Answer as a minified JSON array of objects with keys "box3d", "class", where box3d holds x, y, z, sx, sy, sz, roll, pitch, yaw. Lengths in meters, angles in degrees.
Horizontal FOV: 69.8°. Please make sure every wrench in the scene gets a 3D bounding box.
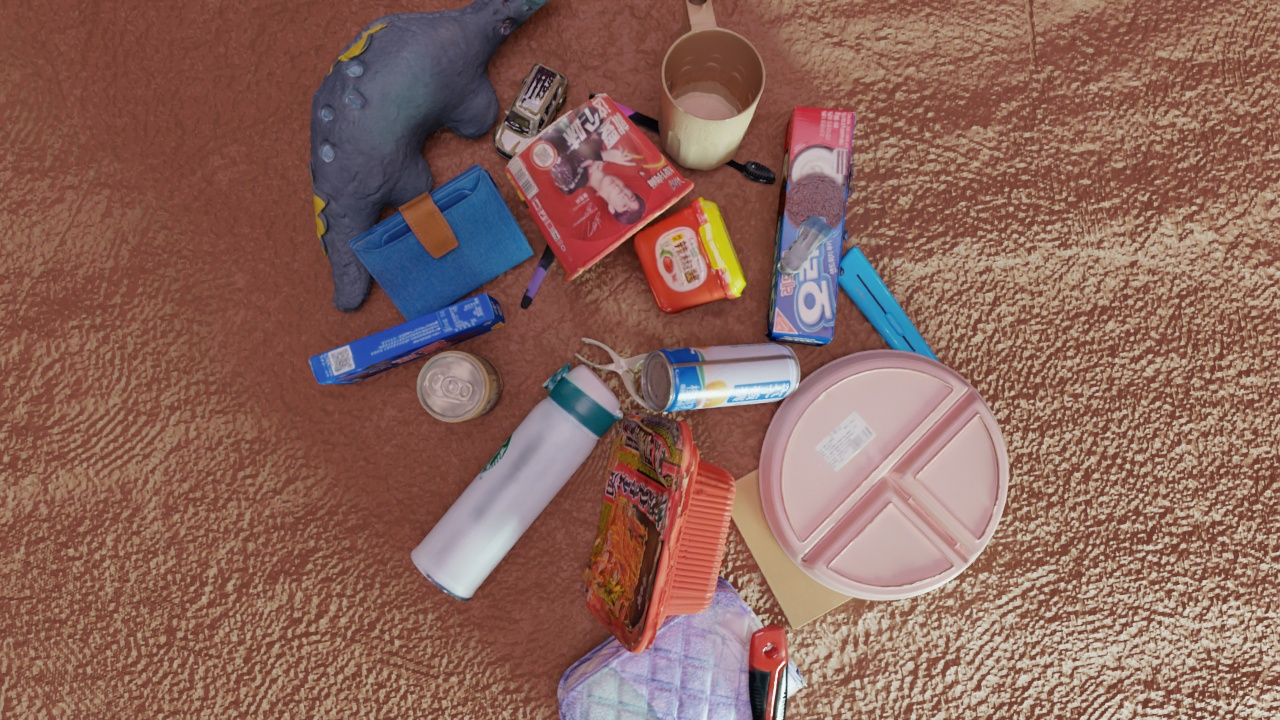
[{"box3d":[0.115,0.346,0.790,0.056,0.016,0.274,-11,110,-11],"class":"wrench"}]

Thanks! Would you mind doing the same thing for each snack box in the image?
[{"box3d":[0.153,-0.118,0.825,0.058,0.057,0.207,6,89,1],"class":"snack box"},{"box3d":[0.044,-0.088,0.814,0.080,0.082,0.091,-21,89,11],"class":"snack box"},{"box3d":[-0.198,-0.017,0.798,0.157,0.084,0.026,-21,89,-2],"class":"snack box"}]

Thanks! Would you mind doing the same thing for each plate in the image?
[{"box3d":[0.222,0.105,0.825,0.229,0.028,0.229,0,91,-1],"class":"plate"}]

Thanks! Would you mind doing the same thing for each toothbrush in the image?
[{"box3d":[0.039,-0.205,0.843,0.189,0.018,0.014,25,78,0],"class":"toothbrush"},{"box3d":[-0.066,-0.132,0.840,0.014,0.017,0.189,26,90,-2],"class":"toothbrush"}]

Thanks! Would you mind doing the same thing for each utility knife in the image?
[{"box3d":[0.245,-0.018,0.845,0.034,0.018,0.199,-38,92,-3],"class":"utility knife"}]

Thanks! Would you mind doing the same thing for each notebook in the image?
[{"box3d":[0.196,0.134,0.846,0.207,0.008,0.148,-28,90,-2],"class":"notebook"}]

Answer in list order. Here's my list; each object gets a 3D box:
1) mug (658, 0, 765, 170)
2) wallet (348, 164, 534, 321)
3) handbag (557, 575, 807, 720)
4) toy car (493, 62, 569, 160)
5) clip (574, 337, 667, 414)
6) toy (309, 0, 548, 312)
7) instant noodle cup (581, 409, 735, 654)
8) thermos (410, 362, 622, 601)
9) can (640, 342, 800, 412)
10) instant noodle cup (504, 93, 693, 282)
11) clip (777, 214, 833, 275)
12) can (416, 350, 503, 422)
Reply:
[{"box3d":[0.053,-0.240,0.792,0.084,0.103,0.124,-10,79,-4],"class":"mug"},{"box3d":[-0.171,-0.099,0.802,0.133,0.040,0.106,-32,131,-3],"class":"wallet"},{"box3d":[0.032,0.286,0.806,0.194,0.075,0.134,-35,95,-1],"class":"handbag"},{"box3d":[-0.101,-0.224,0.831,0.042,0.035,0.090,29,90,0],"class":"toy car"},{"box3d":[0.000,0.000,0.831,0.092,0.035,0.103,-43,83,2],"class":"clip"},{"box3d":[-0.205,-0.216,0.799,0.138,0.091,0.356,35,93,-19],"class":"toy"},{"box3d":[0.015,0.141,0.771,0.079,0.165,0.189,13,89,-18],"class":"instant noodle cup"},{"box3d":[-0.106,0.102,0.808,0.073,0.073,0.224,40,88,-1],"class":"thermos"},{"box3d":[0.071,0.014,0.797,0.134,0.053,0.053,-4,89,-28],"class":"can"},{"box3d":[-0.040,-0.149,0.773,0.138,0.138,0.108,-37,98,-2],"class":"instant noodle cup"},{"box3d":[0.140,-0.098,0.787,0.025,0.031,0.057,39,87,2],"class":"clip"},{"box3d":[-0.152,0.022,0.783,0.058,0.116,0.058,0,88,-2],"class":"can"}]
